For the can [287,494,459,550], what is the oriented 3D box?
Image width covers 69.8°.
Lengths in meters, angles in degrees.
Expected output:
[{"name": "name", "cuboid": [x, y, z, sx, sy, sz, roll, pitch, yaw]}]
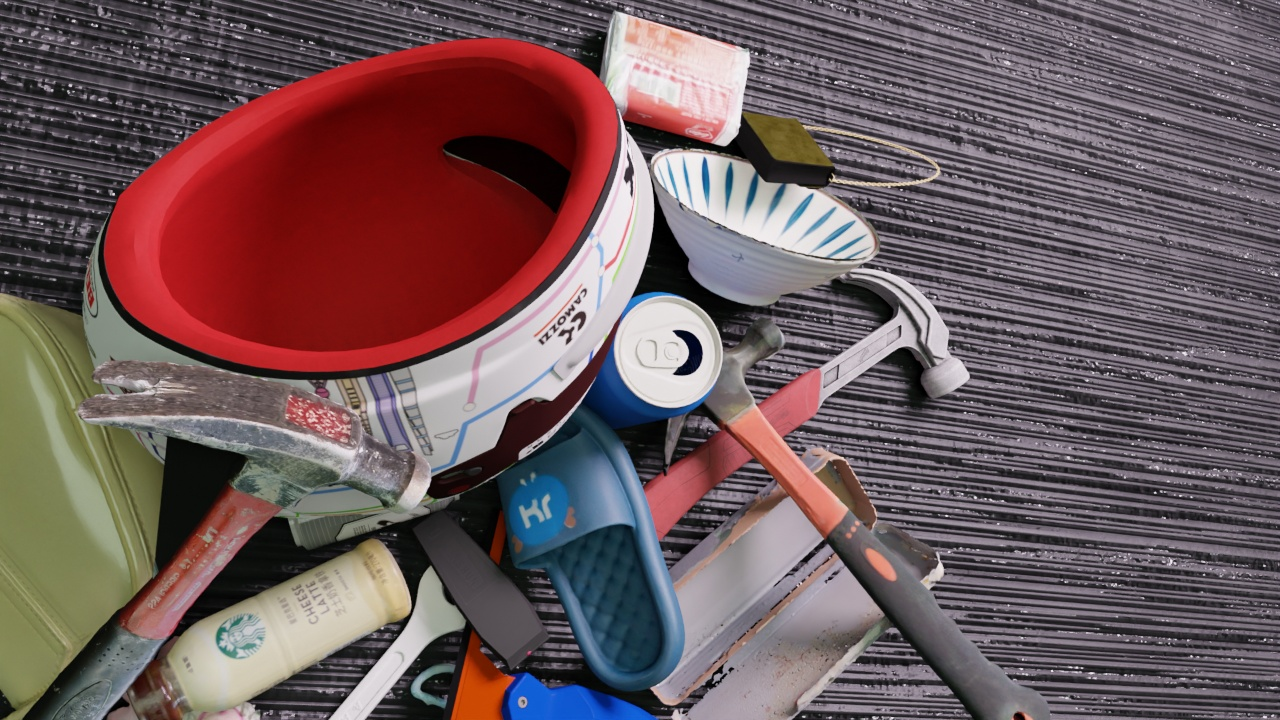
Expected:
[{"name": "can", "cuboid": [-0.178, 0.091, 0.611, 0.106, 0.044, 0.044, -15, 88, -18]}]

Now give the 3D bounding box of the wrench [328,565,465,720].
[{"name": "wrench", "cuboid": [-0.200, 0.244, 0.598, 0.047, 0.009, 0.273, 37, 74, 10]}]

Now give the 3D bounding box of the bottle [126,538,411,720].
[{"name": "bottle", "cuboid": [-0.226, 0.169, 0.565, 0.161, 0.057, 0.056, -24, 90, -30]}]

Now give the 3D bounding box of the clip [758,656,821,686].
[{"name": "clip", "cuboid": [0.111, 0.231, 0.693, 0.058, 0.022, 0.037, 2, 86, -15]}]

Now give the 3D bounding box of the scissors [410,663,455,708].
[{"name": "scissors", "cuboid": [-0.103, 0.245, 0.633, 0.131, 0.019, 0.105, -9, 87, -21]}]

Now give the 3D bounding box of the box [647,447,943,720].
[{"name": "box", "cuboid": [0.094, 0.167, 0.646, 0.216, 0.096, 0.105, -38, 105, -12]}]

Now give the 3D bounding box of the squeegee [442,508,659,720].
[{"name": "squeegee", "cuboid": [-0.042, 0.244, 0.618, 0.184, 0.055, 0.248, 29, 54, -29]}]

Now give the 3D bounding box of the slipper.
[{"name": "slipper", "cuboid": [-0.039, 0.116, 0.607, 0.104, 0.059, 0.213, -34, 76, 24]}]

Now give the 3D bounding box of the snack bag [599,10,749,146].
[{"name": "snack bag", "cuboid": [0.025, -0.218, 0.716, 0.116, 0.036, 0.077, 11, 79, -15]}]

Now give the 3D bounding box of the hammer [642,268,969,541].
[{"name": "hammer", "cuboid": [0.109, 0.039, 0.712, 0.315, 0.036, 0.126, -32, 91, -17]}]

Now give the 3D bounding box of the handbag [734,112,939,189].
[{"name": "handbag", "cuboid": [0.166, -0.164, 0.744, 0.177, 0.028, 0.084, 0, 44, -23]}]

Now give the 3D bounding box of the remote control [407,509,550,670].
[{"name": "remote control", "cuboid": [-0.111, 0.147, 0.612, 0.039, 0.010, 0.125, -37, 65, -18]}]

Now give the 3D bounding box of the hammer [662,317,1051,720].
[{"name": "hammer", "cuboid": [0.145, 0.124, 0.624, 0.133, 0.033, 0.333, -37, 71, -14]}]

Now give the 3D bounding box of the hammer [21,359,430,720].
[{"name": "hammer", "cuboid": [-0.253, 0.125, 0.451, 0.140, 0.036, 0.327, 31, 116, -32]}]

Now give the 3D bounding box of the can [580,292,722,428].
[{"name": "can", "cuboid": [-0.004, 0.004, 0.621, 0.079, 0.146, 0.079, 2, 82, -17]}]

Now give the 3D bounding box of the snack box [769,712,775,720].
[{"name": "snack box", "cuboid": [0.153, 0.322, 0.676, 0.226, 0.060, 0.059, 30, 71, -11]}]

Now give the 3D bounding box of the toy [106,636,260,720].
[{"name": "toy", "cuboid": [-0.283, 0.229, 0.566, 0.095, 0.041, 0.109, -28, 85, -16]}]

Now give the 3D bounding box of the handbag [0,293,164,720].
[{"name": "handbag", "cuboid": [-0.361, 0.088, 0.543, 0.191, 0.088, 0.233, -34, 94, -3]}]

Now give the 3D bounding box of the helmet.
[{"name": "helmet", "cuboid": [-0.141, -0.031, 0.534, 0.314, 0.236, 0.230, -17, 65, 0]}]

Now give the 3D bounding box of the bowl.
[{"name": "bowl", "cuboid": [0.081, -0.089, 0.683, 0.177, 0.177, 0.071, 11, 121, -15]}]
